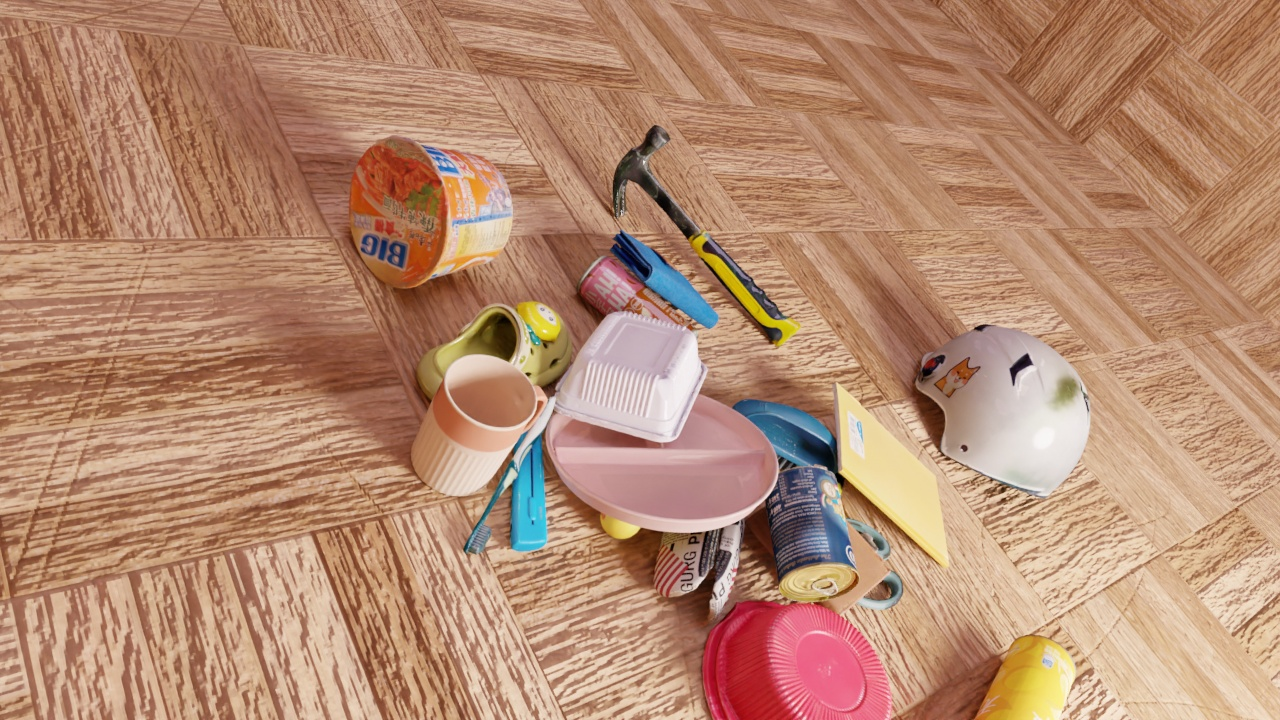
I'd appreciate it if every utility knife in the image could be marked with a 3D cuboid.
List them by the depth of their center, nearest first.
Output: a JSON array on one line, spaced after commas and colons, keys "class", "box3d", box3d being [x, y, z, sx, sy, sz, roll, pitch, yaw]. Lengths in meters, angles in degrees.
[{"class": "utility knife", "box3d": [-0.105, 0.110, 0.859, 0.034, 0.018, 0.159, 16, 41, -22]}]

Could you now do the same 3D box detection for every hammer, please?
[{"class": "hammer", "box3d": [0.085, -0.148, 1.209, 0.323, 0.126, 0.031, 49, 32, 1]}]

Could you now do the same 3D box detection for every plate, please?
[{"class": "plate", "box3d": [0.020, 0.092, 0.902, 0.229, 0.028, 0.229, 8, 29, -5]}]

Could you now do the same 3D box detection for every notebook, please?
[{"class": "notebook", "box3d": [0.295, 0.133, 1.079, 0.206, 0.010, 0.145, 40, 35, -24]}]

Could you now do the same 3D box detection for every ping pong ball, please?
[{"class": "ping pong ball", "box3d": [-0.018, 0.147, 0.864, 0.040, 0.040, 0.040, 20, 41, -18]}]

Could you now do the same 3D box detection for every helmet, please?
[{"class": "helmet", "box3d": [0.516, 0.046, 1.265, 0.230, 0.157, 0.273, 23, 40, -15]}]

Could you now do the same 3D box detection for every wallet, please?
[{"class": "wallet", "box3d": [0.185, 0.191, 0.946, 0.107, 0.031, 0.132, -26, 65, -39]}, {"class": "wallet", "box3d": [0.030, -0.098, 1.111, 0.133, 0.040, 0.106, 33, 14, -41]}]

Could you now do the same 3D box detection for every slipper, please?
[{"class": "slipper", "box3d": [-0.134, -0.012, 0.916, 0.091, 0.082, 0.190, 48, 43, 12]}]

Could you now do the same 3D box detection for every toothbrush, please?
[{"class": "toothbrush", "box3d": [-0.114, 0.101, 0.841, 0.018, 0.016, 0.191, 20, 47, 8]}]

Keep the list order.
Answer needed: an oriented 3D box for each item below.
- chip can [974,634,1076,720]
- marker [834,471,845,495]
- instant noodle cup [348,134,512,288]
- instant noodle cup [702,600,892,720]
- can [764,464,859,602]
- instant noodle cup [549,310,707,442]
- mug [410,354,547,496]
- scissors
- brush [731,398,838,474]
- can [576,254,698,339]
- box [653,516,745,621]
[{"class": "chip can", "box3d": [0.370, 0.357, 0.904, 0.072, 0.072, 0.212, 46, 39, 14]}, {"class": "marker", "box3d": [0.232, 0.138, 1.076, 0.018, 0.015, 0.123, 38, 37, -1]}, {"class": "instant noodle cup", "box3d": [-0.214, -0.156, 0.961, 0.151, 0.152, 0.111, 49, 32, 17]}, {"class": "instant noodle cup", "box3d": [0.152, 0.290, 0.821, 0.193, 0.066, 0.193, 19, 41, -17]}, {"class": "can", "box3d": [0.162, 0.166, 0.886, 0.075, 0.076, 0.111, 16, 46, -23]}, {"class": "instant noodle cup", "box3d": [-0.006, 0.006, 0.959, 0.138, 0.060, 0.173, 15, 28, 10]}, {"class": "mug", "box3d": [-0.139, 0.056, 0.818, 0.114, 0.106, 0.081, -15, 60, -44]}, {"class": "scissors", "box3d": [0.206, 0.196, 0.993, 0.185, 0.019, 0.129, 27, 40, -11]}, {"class": "brush", "box3d": [0.167, 0.086, 1.036, 0.144, 0.074, 0.055, 29, 44, -9]}, {"class": "can", "box3d": [-0.003, -0.057, 1.073, 0.147, 0.058, 0.057, 40, 39, 6]}, {"class": "box", "box3d": [0.056, 0.168, 0.889, 0.087, 0.076, 0.162, 14, 40, 8]}]
